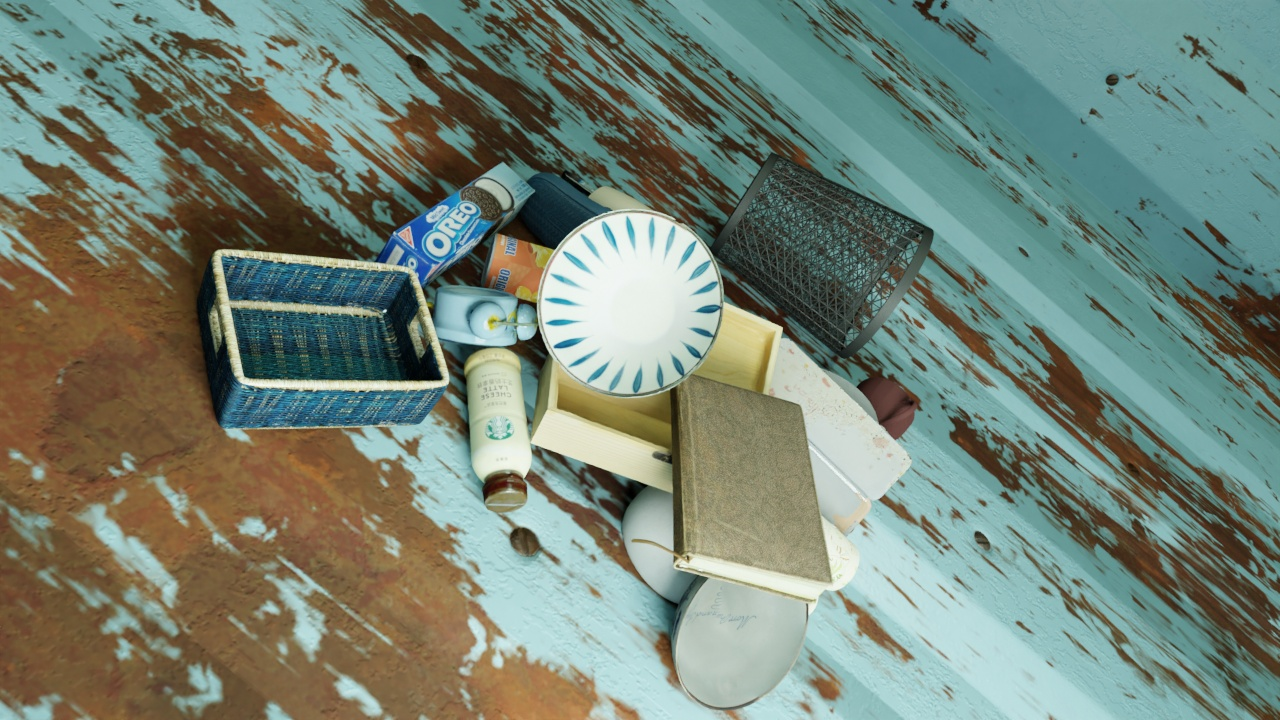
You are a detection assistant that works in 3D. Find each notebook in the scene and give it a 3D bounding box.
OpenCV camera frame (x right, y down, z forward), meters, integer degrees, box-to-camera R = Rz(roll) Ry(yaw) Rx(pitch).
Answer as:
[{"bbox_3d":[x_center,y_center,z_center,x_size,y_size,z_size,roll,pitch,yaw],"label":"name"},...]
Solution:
[{"bbox_3d":[0.079,0.107,0.845,0.190,0.035,0.215,17,44,-18],"label":"notebook"}]

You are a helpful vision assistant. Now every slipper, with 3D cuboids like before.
[{"bbox_3d":[-0.057,-0.149,1.110,0.214,0.104,0.059,42,36,8],"label":"slipper"}]

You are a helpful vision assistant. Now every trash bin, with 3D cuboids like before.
[{"bbox_3d":[0.243,-0.159,1.295,0.243,0.218,0.216,32,39,-1],"label":"trash bin"}]

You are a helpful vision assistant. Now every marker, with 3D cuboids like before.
[{"bbox_3d":[-0.055,-0.218,1.245,0.123,0.015,0.018,36,35,-3],"label":"marker"}]

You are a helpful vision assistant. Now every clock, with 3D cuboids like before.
[{"bbox_3d":[-0.155,-0.043,0.916,0.125,0.052,0.088,13,10,32],"label":"clock"}]

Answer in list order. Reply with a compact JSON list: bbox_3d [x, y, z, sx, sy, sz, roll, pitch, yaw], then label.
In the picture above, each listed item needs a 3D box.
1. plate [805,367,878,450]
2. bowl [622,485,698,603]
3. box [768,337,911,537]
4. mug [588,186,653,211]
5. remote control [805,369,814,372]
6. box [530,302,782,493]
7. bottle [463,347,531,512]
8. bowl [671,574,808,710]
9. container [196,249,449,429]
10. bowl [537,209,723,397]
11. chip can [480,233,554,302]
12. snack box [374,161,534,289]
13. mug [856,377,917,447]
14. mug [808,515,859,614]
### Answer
[{"bbox_3d":[0.213,0.070,1.157,0.172,0.019,0.172,6,42,-6],"label":"plate"},{"bbox_3d":[0.054,0.172,0.923,0.131,0.065,0.131,23,42,-22],"label":"bowl"},{"bbox_3d":[0.194,0.093,1.072,0.216,0.043,0.148,45,75,4],"label":"box"},{"bbox_3d":[-0.019,-0.167,1.182,0.104,0.085,0.111,39,9,15],"label":"mug"},{"bbox_3d":[0.177,0.016,1.183,0.125,0.010,0.039,10,42,-2],"label":"remote control"},{"bbox_3d":[0.025,0.023,0.961,0.247,0.097,0.260,22,53,-15],"label":"box"},{"bbox_3d":[-0.135,0.065,0.874,0.056,0.057,0.161,13,46,-31],"label":"bottle"},{"bbox_3d":[0.083,0.243,0.857,0.150,0.150,0.057,14,2,-30],"label":"bowl"},{"bbox_3d":[-0.282,-0.016,0.815,0.187,0.071,0.145,2,53,-39],"label":"container"},{"bbox_3d":[-0.004,-0.051,0.883,0.177,0.177,0.071,50,6,10],"label":"bowl"},{"bbox_3d":[-0.070,-0.085,1.036,0.210,0.062,0.062,15,45,-15],"label":"chip can"},{"bbox_3d":[-0.201,-0.152,1.025,0.059,0.060,0.225,44,38,-4],"label":"snack box"},{"bbox_3d":[0.309,0.078,1.197,0.088,0.114,0.087,-40,99,-37],"label":"mug"},{"bbox_3d":[0.176,0.219,0.988,0.097,0.081,0.121,34,60,-21],"label":"mug"}]
